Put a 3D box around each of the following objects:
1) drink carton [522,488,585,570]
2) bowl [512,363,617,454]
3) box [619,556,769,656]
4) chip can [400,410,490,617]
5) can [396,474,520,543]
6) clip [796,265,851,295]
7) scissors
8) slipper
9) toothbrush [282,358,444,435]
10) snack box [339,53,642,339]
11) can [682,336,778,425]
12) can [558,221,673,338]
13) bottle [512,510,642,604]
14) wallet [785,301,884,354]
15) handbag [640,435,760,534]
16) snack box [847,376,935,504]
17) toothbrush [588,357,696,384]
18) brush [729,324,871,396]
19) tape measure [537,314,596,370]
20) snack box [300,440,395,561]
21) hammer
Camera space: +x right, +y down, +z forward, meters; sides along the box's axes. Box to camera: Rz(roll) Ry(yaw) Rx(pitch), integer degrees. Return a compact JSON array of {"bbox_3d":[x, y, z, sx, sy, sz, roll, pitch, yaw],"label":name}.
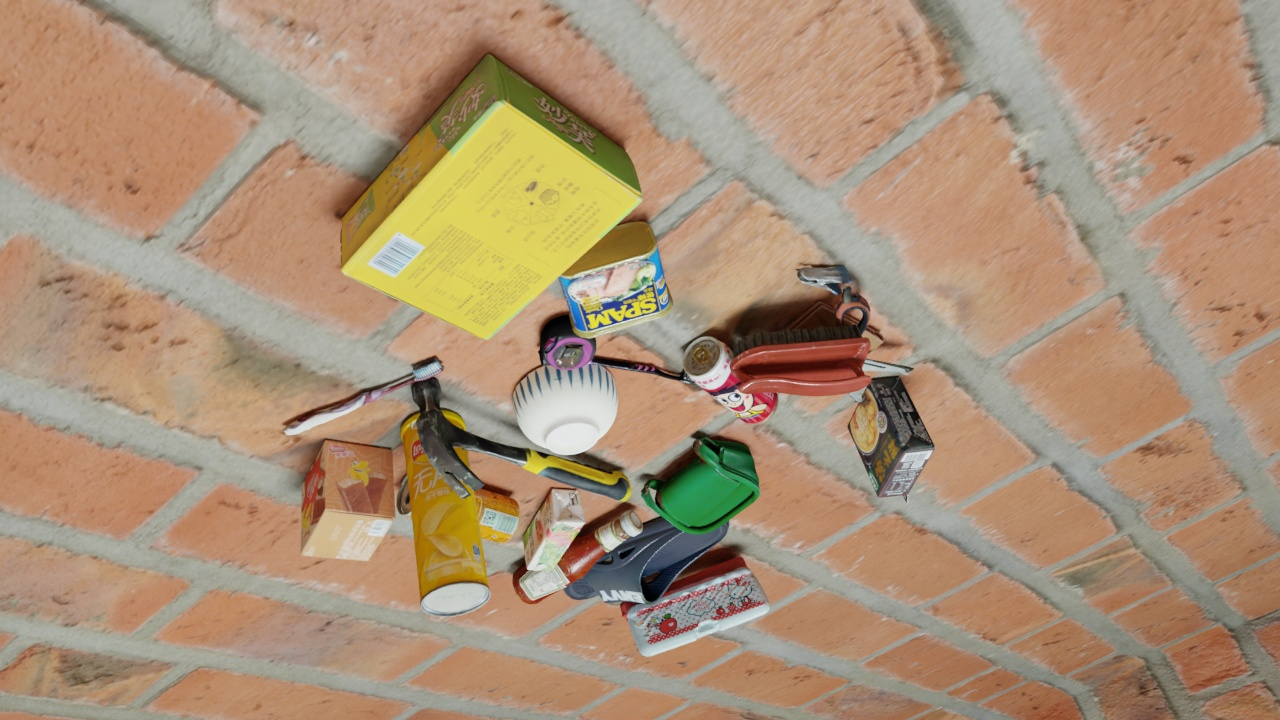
[{"bbox_3d":[-0.113,0.222,1.197,0.045,0.053,0.123,6,137,-25],"label":"drink carton"},{"bbox_3d":[-0.079,0.060,1.007,0.116,0.066,0.117,-9,140,-8],"label":"bowl"},{"bbox_3d":[0.074,0.352,1.348,0.201,0.154,0.074,-18,105,-10],"label":"box"},{"bbox_3d":[-0.206,0.156,0.961,0.072,0.213,0.072,-11,143,-9],"label":"chip can"},{"bbox_3d":[-0.217,0.177,1.106,0.146,0.058,0.058,26,125,-39],"label":"can"},{"bbox_3d":[0.189,-0.087,0.956,0.058,0.026,0.044,6,144,-19],"label":"clip"},{"bbox_3d":[0.213,-0.007,1.030,0.189,0.015,0.226,-12,142,6],"label":"scissors"},{"bbox_3d":[0.008,0.290,1.298,0.268,0.083,0.111,-27,138,12],"label":"slipper"},{"bbox_3d":[-0.290,0.038,0.951,0.188,0.016,0.017,-22,133,7],"label":"toothbrush"},{"bbox_3d":[-0.127,-0.125,0.767,0.211,0.070,0.157,-39,135,26],"label":"snack box"},{"bbox_3d":[0.102,0.024,1.033,0.053,0.053,0.132,-32,138,19],"label":"can"},{"bbox_3d":[-0.027,-0.077,0.869,0.102,0.057,0.083,-16,139,0],"label":"can"},{"bbox_3d":[-0.085,0.266,1.255,0.206,0.059,0.059,-34,137,21],"label":"bottle"},{"bbox_3d":[0.206,-0.015,1.051,0.115,0.020,0.101,22,127,-34],"label":"wallet"},{"bbox_3d":[0.081,0.157,1.181,0.120,0.067,0.132,30,124,-33],"label":"handbag"},{"bbox_3d":[0.312,0.103,1.149,0.053,0.113,0.126,-4,139,-13],"label":"snack box"},{"bbox_3d":[-0.006,0.006,1.009,0.189,0.014,0.018,10,124,-28],"label":"toothbrush"},{"bbox_3d":[0.167,0.005,0.967,0.146,0.069,0.063,-3,142,-5],"label":"brush"},{"bbox_3d":[-0.074,-0.016,0.938,0.057,0.039,0.058,3,137,-21],"label":"tape measure"},{"bbox_3d":[-0.325,0.156,1.016,0.077,0.094,0.093,13,133,-31],"label":"snack box"},{"bbox_3d":[-0.119,0.118,1.039,0.032,0.126,0.323,-37,143,23],"label":"hammer"}]
